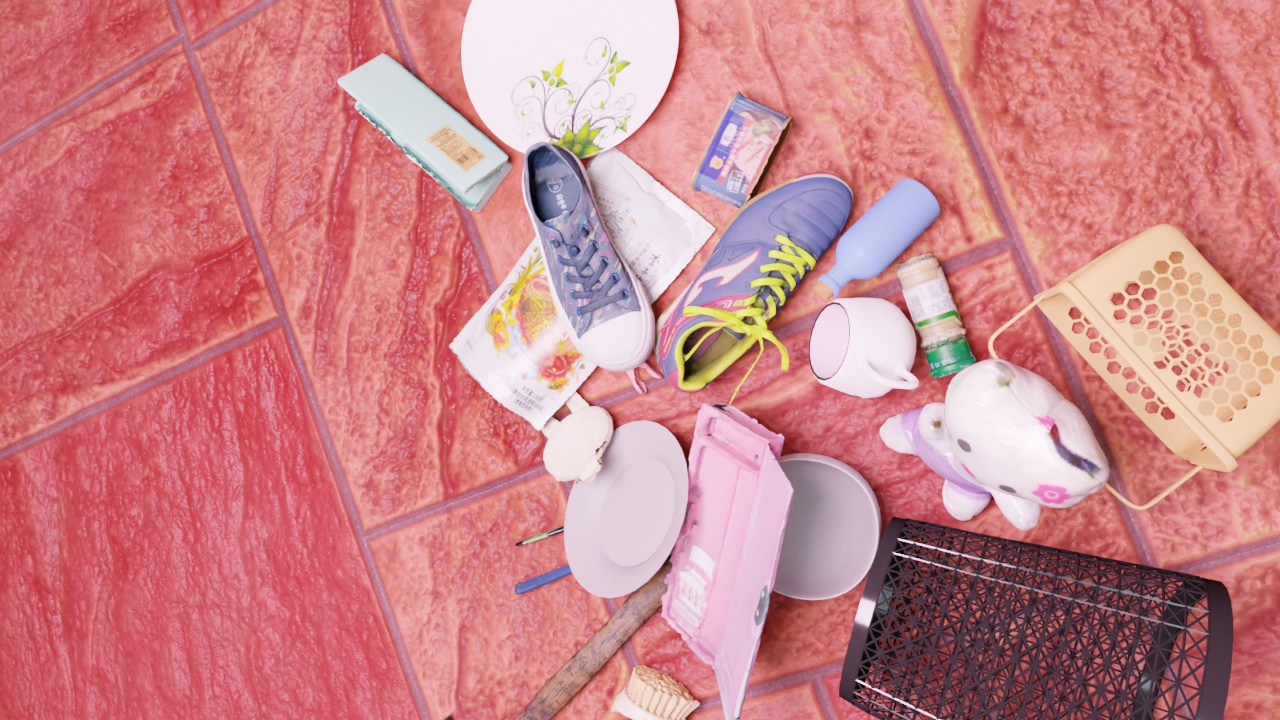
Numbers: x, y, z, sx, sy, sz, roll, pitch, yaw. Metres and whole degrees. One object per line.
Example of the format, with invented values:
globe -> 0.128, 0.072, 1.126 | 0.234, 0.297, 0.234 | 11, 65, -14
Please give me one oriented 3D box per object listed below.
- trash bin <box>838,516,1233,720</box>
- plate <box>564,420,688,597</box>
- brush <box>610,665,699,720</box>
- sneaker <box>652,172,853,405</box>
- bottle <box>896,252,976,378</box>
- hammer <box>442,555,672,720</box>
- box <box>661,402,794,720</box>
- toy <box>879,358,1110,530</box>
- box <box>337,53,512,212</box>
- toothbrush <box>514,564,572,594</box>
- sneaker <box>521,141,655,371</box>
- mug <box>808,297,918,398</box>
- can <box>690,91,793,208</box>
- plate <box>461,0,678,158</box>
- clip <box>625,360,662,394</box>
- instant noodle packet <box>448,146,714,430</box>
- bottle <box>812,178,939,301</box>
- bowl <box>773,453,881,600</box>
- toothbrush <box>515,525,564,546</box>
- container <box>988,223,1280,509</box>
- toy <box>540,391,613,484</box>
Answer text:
trash bin -> 0.305, 0.243, 0.747 | 0.243, 0.216, 0.217 | 16, 96, 22
plate -> -0.011, 0.144, 0.887 | 0.173, 0.019, 0.172 | -27, 51, 39
brush -> 0.069, 0.418, 0.901 | 0.077, 0.062, 0.272 | -37, 86, 19
sneaker -> 0.111, -0.063, 0.840 | 0.116, 0.091, 0.242 | 35, 107, -23
bottle -> 0.265, -0.041, 0.827 | 0.043, 0.042, 0.110 | -20, 85, 16
hammer -> -0.074, 0.319, 0.948 | 0.120, 0.033, 0.331 | 44, 102, 12
box -> 0.084, 0.173, 0.798 | 0.055, 0.180, 0.233 | 2, 111, -22
toy -> 0.288, 0.070, 0.748 | 0.085, 0.209, 0.137 | -39, 83, -13
box -> -0.226, -0.241, 0.946 | 0.189, 0.079, 0.077 | 42, 101, 11
toothbrush -> -0.049, 0.201, 0.943 | 0.190, 0.016, 0.017 | -26, 77, 16
sneaker -> -0.060, -0.099, 0.861 | 0.087, 0.079, 0.235 | -24, 82, 8
mug -> 0.205, -0.004, 0.807 | 0.076, 0.123, 0.090 | 8, 113, -18
can -> 0.096, -0.194, 0.865 | 0.059, 0.054, 0.100 | 29, 100, 12
plate -> -0.070, -0.314, 0.921 | 0.230, 0.030, 0.229 | 1, 93, 17
clip -> -0.008, 0.008, 0.922 | 0.035, 0.022, 0.057 | -45, 74, 16
instant noodle packet -> -0.066, -0.073, 0.921 | 0.147, 0.057, 0.269 | 41, 98, 10
bottle -> 0.205, -0.102, 0.818 | 0.131, 0.048, 0.048 | -44, 80, -6
bowl -> 0.157, 0.151, 0.854 | 0.132, 0.064, 0.132 | 1, 92, 17
toothbrush -> -0.047, 0.164, 0.942 | 0.188, 0.014, 0.017 | -22, 93, 17
container -> 0.399, 0.006, 0.743 | 0.167, 0.129, 0.183 | -41, 81, 7
toy -> -0.062, 0.084, 0.922 | 0.087, 0.050, 0.112 | -48, 55, 12
